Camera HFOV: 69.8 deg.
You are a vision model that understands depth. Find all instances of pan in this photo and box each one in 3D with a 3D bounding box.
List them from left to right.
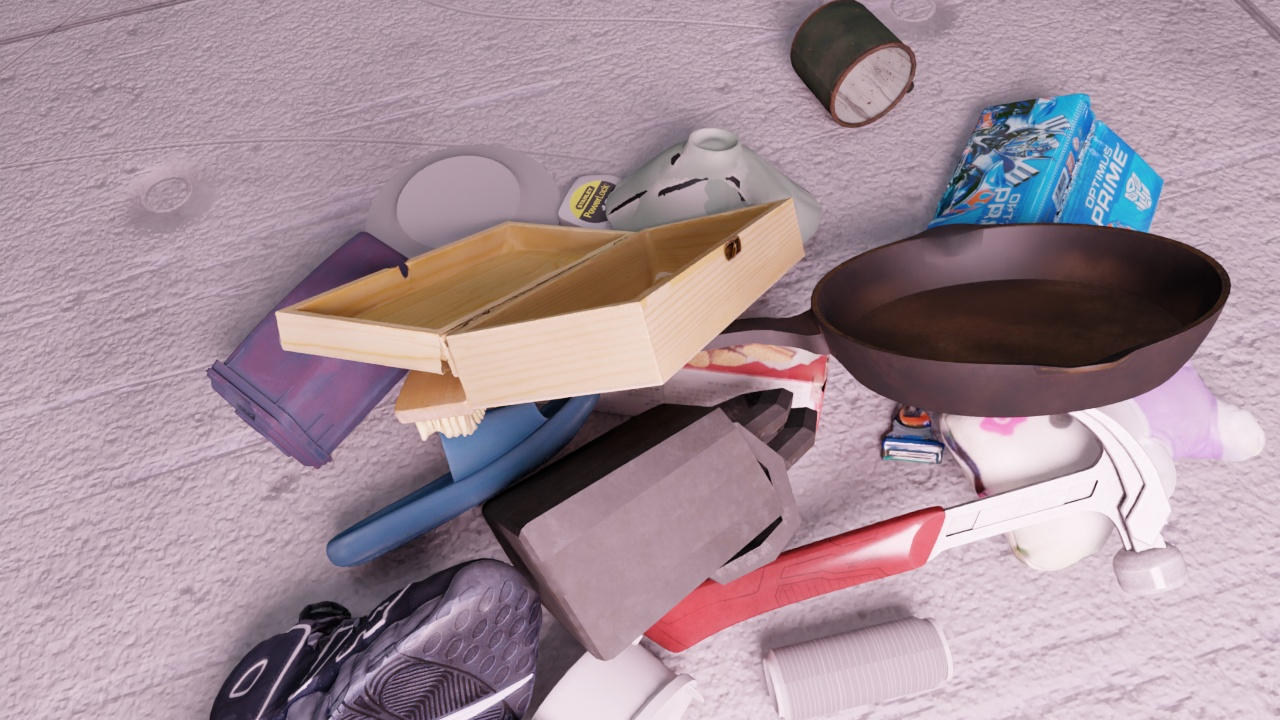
[{"bbox_3d":[0.157,-0.019,0.563,0.356,0.043,0.248,-9,23,5],"label":"pan"}]

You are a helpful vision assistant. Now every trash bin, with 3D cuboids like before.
[{"bbox_3d":[-0.226,-0.006,0.686,0.094,0.092,0.160,32,69,22],"label":"trash bin"}]

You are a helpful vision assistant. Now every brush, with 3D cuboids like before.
[{"bbox_3d":[-0.116,0.011,0.595,0.049,0.039,0.117,-8,24,10],"label":"brush"}]

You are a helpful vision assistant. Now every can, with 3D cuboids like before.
[{"bbox_3d":[0.131,0.187,0.559,0.106,0.044,0.044,-12,58,-3],"label":"can"}]

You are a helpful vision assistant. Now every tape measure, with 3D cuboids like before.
[{"bbox_3d":[-0.033,-0.131,0.789,0.065,0.017,0.064,19,61,16],"label":"tape measure"}]

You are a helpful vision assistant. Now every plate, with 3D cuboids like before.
[{"bbox_3d":[-0.157,-0.132,0.798,0.173,0.019,0.172,-2,58,3],"label":"plate"}]

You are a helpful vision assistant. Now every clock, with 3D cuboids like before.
[{"bbox_3d":[-0.032,0.222,0.509,0.061,0.120,0.158,34,58,22],"label":"clock"}]

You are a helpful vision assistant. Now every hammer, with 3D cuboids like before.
[{"bbox_3d":[0.144,0.113,0.555,0.316,0.036,0.126,-20,88,13],"label":"hammer"}]

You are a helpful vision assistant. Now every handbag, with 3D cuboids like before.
[{"bbox_3d":[0.020,0.083,0.560,0.199,0.197,0.102,-33,94,-15],"label":"handbag"}]

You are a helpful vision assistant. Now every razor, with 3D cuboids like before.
[{"bbox_3d":[0.200,0.004,0.663,0.044,0.018,0.141,5,81,9],"label":"razor"}]

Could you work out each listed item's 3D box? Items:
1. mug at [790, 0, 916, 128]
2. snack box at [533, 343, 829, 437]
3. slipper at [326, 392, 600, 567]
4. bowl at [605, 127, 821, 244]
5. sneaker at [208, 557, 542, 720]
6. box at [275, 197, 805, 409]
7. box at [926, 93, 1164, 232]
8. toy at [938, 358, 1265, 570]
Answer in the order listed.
[{"bbox_3d":[0.198,-0.267,0.826,0.110,0.085,0.081,-2,49,-35],"label":"mug"},{"bbox_3d":[-0.004,0.004,0.667,0.273,0.077,0.044,7,54,10],"label":"snack box"},{"bbox_3d":[-0.120,0.067,0.622,0.213,0.104,0.059,-32,93,-4],"label":"slipper"},{"bbox_3d":[0.058,-0.147,0.735,0.174,0.068,0.173,0,41,0],"label":"bowl"},{"bbox_3d":[-0.162,0.179,0.534,0.253,0.097,0.150,-39,32,7],"label":"sneaker"},{"bbox_3d":[-0.050,-0.049,0.592,0.257,0.076,0.246,7,22,26],"label":"box"},{"bbox_3d":[0.313,-0.107,0.714,0.167,0.075,0.243,23,63,17],"label":"box"},{"bbox_3d":[0.296,0.044,0.607,0.209,0.086,0.137,-22,84,-18],"label":"toy"}]
